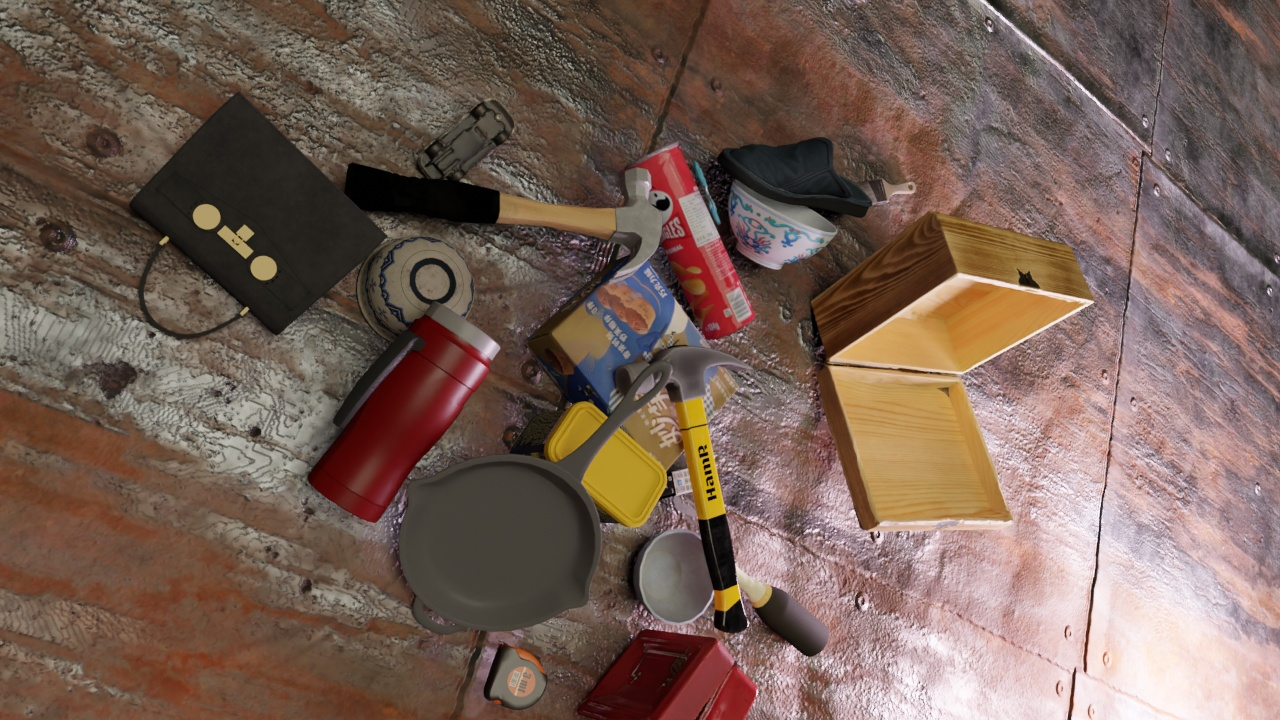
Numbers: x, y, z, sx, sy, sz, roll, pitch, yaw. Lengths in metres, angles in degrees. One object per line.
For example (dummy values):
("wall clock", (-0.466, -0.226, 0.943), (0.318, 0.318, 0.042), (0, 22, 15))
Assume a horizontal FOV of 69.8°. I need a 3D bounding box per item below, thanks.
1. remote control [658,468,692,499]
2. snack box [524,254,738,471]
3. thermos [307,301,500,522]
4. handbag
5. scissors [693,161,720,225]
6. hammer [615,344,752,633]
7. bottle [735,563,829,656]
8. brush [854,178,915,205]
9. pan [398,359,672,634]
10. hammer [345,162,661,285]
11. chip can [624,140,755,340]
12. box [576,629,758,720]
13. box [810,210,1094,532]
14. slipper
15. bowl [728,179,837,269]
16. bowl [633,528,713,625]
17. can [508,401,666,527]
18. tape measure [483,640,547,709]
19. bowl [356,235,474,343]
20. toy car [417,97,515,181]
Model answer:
("remote control", (0.026, 0.146, 1.068), (0.124, 0.012, 0.028), (-8, 87, -34))
("snack box", (-0.006, 0.006, 1.035), (0.154, 0.069, 0.203), (-45, 107, -29))
("thermos", (-0.223, 0.042, 0.843), (0.198, 0.084, 0.108), (-56, 148, -7))
("handbag", (-0.369, -0.104, 0.834), (0.176, 0.072, 0.195), (46, 72, -19))
("scissors", (0.084, -0.189, 1.111), (0.142, 0.015, 0.095), (-89, 157, -62))
("hammer", (0.076, 0.141, 1.012), (0.169, 0.034, 0.324), (-12, 92, -35))
("bottle", (0.154, 0.291, 1.108), (0.184, 0.045, 0.045), (42, 63, -21))
("brush", (0.352, -0.248, 1.342), (0.151, 0.012, 0.039), (-15, 91, -35))
("pan", (-0.094, 0.129, 0.884), (0.216, 0.024, 0.355), (39, 100, -19))
("hammer", (-0.133, -0.156, 0.949), (0.327, 0.039, 0.131), (5, 70, -22))
("chip can", (0.062, -0.140, 1.102), (0.073, 0.073, 0.233), (-31, 100, -33))
("box", (0.029, 0.357, 0.952), (0.097, 0.158, 0.129), (48, 62, -14))
("box", (0.412, 0.038, 1.191), (0.278, 0.287, 0.335), (4, 64, -33))
("slipper", (0.215, -0.254, 1.185), (0.265, 0.084, 0.109), (3, 40, -37))
("bowl", (0.165, -0.163, 1.156), (0.143, 0.144, 0.074), (12, 115, -31))
("bowl", (0.033, 0.244, 1.041), (0.106, 0.039, 0.106), (6, 79, -32))
("can", (-0.058, 0.112, 0.963), (0.135, 0.105, 0.075), (43, 62, -20))
("tape measure", (-0.126, 0.322, 0.930), (0.058, 0.038, 0.058), (23, 70, -14))
("bowl", (-0.217, -0.073, 0.916), (0.115, 0.059, 0.115), (6, 79, -32))
("toy car", (-0.184, -0.230, 0.970), (0.112, 0.040, 0.048), (-42, 113, -9))
